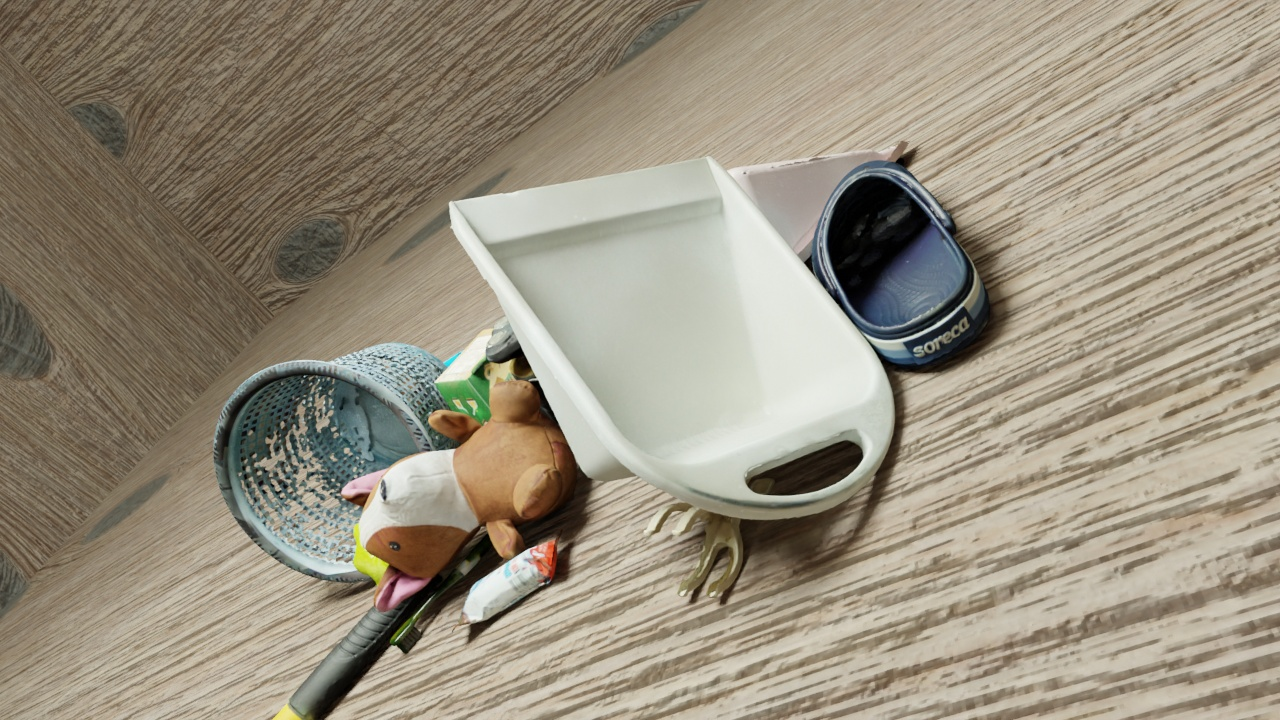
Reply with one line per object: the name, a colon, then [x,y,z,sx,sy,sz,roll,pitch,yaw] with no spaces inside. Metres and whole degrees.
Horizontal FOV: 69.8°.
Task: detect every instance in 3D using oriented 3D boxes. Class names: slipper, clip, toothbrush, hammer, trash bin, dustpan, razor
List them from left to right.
hammer: [-0.276,0.284,0.746,0.300,0.033,0.129,-48,25,-20]
trash bin: [-0.277,0.079,0.939,0.227,0.226,0.194,-32,10,18]
toothbrush: [-0.140,0.169,0.775,0.185,0.017,0.012,-47,21,-23]
razor: [-0.084,0.016,0.802,0.062,0.167,0.067,-39,55,-10]
dustpan: [0.038,-0.025,0.579,0.222,0.257,0.143,-17,-5,-29]
clip: [0.041,0.092,0.564,0.035,0.094,0.102,-12,46,49]
dustpan: [0.103,-0.100,0.869,0.272,0.139,0.223,-14,1,-34]
slipper: [0.169,-0.084,0.664,0.105,0.095,0.252,-30,27,17]

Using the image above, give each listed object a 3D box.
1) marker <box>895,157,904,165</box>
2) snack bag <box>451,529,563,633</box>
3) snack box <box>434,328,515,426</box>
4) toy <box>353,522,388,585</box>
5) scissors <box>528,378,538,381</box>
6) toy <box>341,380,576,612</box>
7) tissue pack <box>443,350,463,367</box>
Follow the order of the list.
marker: [0.206,-0.146,0.828,0.123,0.015,0.018,-48,24,-28]
snack bag: [-0.099,0.168,0.694,0.104,0.026,0.048,-34,10,14]
snack box: [-0.132,0.028,0.908,0.118,0.105,0.118,-7,38,55]
toy: [-0.220,0.166,0.833,0.100,0.097,0.031,-61,-18,15]
scissors: [-0.011,0.005,0.771,0.166,0.012,0.155,-7,1,0]
toy: [-0.152,0.109,0.746,0.200,0.130,0.140,-27,60,15]
tissue pack: [-0.216,0.034,1.067,0.140,0.063,0.089,-32,2,17]
